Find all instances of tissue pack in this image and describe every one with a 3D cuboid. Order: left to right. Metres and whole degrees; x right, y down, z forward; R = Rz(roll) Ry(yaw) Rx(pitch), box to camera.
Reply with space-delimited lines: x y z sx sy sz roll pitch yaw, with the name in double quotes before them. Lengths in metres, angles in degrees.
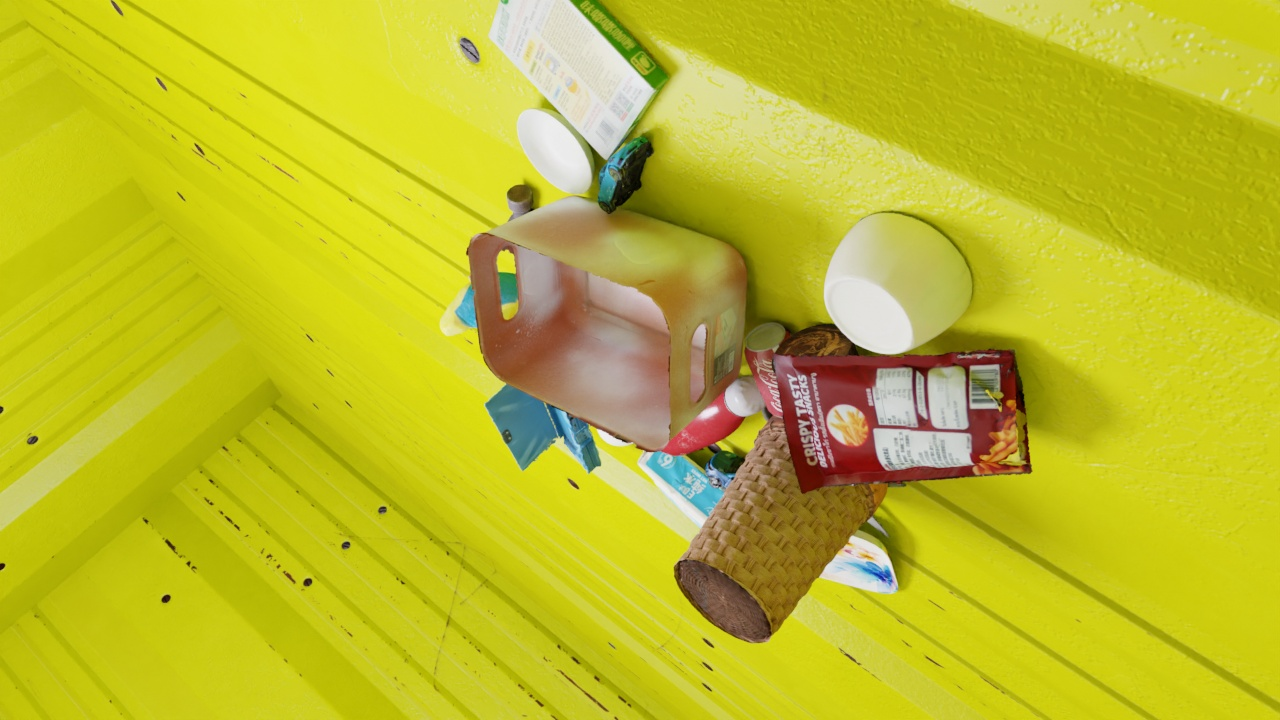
"tissue pack" 0.081 0.186 1.278 0.209 0.066 0.117 38 172 30

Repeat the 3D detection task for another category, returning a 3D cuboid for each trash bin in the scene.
"trash bin" -0.031 -0.051 0.953 0.260 0.157 0.182 22 130 31
"trash bin" 0.143 0.171 0.964 0.151 0.209 0.151 30 147 22

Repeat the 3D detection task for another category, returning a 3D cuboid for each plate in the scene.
"plate" -0.083 -0.224 0.963 0.104 0.026 0.104 34 153 19
"plate" 0.230 0.237 1.161 0.187 0.016 0.187 10 151 29

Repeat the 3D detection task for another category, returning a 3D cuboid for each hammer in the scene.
"hammer" -0.032 -0.086 1.094 0.314 0.034 0.138 34 153 20

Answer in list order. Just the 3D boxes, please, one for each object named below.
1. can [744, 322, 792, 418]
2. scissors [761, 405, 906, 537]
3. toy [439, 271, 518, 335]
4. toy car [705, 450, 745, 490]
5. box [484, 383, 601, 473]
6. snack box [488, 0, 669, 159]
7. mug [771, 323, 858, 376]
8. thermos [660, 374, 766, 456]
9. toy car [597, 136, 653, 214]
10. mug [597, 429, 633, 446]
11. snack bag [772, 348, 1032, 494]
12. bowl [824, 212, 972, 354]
"can" 0.145 0.011 0.956 0.054 0.053 0.096 16 143 46
"scissors" 0.198 0.123 1.068 0.226 0.016 0.229 -7 119 46
"toy" -0.135 -0.055 1.177 0.214 0.148 0.084 24 127 28
"toy car" 0.143 0.157 1.193 0.120 0.056 0.044 31 131 15
"box" -0.138 0.107 1.333 0.094 0.112 0.232 44 163 26
"snack box" -0.061 -0.280 0.842 0.168 0.027 0.132 46 155 -3
"mug" 0.175 0.042 0.887 0.080 0.115 0.107 8 139 47
"thermos" 0.084 0.063 1.107 0.073 0.073 0.240 46 155 -5
"toy car" -0.019 -0.185 0.904 0.032 0.048 0.105 45 157 7
"mug" -0.038 0.071 1.285 0.114 0.080 0.088 27 161 -2
"snack bag" 0.222 0.052 0.797 0.208 0.066 0.139 -7 111 27
"bowl" 0.202 -0.056 0.749 0.116 0.065 0.116 35 154 19
